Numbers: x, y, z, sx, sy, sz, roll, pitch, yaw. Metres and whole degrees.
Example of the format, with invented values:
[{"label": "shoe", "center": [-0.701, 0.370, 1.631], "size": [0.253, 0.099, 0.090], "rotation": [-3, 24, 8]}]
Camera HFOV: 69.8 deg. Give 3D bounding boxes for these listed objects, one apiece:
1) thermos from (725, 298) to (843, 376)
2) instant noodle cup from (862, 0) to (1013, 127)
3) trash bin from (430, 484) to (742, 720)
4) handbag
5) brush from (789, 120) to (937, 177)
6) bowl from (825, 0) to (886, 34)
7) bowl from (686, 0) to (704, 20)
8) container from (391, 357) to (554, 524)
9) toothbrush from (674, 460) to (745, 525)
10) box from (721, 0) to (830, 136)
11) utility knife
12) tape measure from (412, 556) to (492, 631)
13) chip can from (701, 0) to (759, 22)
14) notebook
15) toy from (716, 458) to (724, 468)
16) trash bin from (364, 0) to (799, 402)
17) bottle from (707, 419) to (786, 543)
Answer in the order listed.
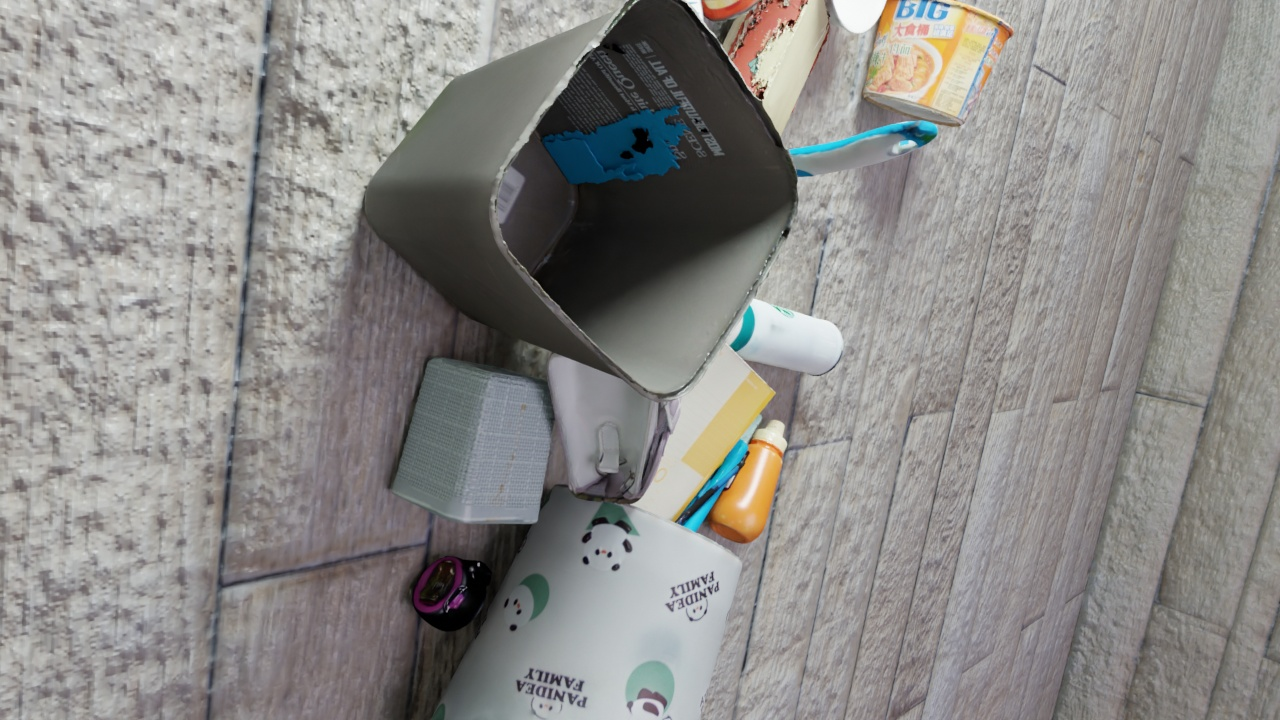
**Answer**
[{"label": "thermos", "center": [0.138, -0.031, 0.992], "size": [0.223, 0.073, 0.073], "rotation": [11, 95, -49]}, {"label": "instant noodle cup", "center": [0.330, -0.338, 1.048], "size": [0.151, 0.151, 0.111], "rotation": [3, 109, -49]}, {"label": "trash bin", "center": [-0.039, 0.257, 0.784], "size": [0.229, 0.230, 0.251], "rotation": [41, 67, -48]}, {"label": "handbag", "center": [-0.005, 0.005, 0.768], "size": [0.196, 0.098, 0.145], "rotation": [-68, 163, -55]}, {"label": "brush", "center": [0.077, -0.153, 0.678], "size": [0.060, 0.315, 0.109], "rotation": [20, 65, -37]}, {"label": "bowl", "center": [0.198, -0.394, 0.931], "size": [0.118, 0.065, 0.118], "rotation": [-18, 116, -44]}, {"label": "bowl", "center": [0.018, -0.245, 0.764], "size": [0.066, 0.116, 0.116], "rotation": [-5, 114, -1]}, {"label": "container", "center": [-0.124, 0.061, 0.713], "size": [0.089, 0.090, 0.111], "rotation": [13, 90, -50]}, {"label": "toothbrush", "center": [0.045, 0.169, 0.969], "size": [0.189, 0.016, 0.014], "rotation": [-39, 148, -16]}, {"label": "box", "center": [0.124, -0.275, 0.864], "size": [0.168, 0.077, 0.091], "rotation": [-65, 156, -8]}, {"label": "utility knife", "center": [0.086, 0.125, 1.018], "size": [0.185, 0.034, 0.018], "rotation": [-52, 126, -26]}, {"label": "tape measure", "center": [-0.155, 0.187, 0.743], "size": [0.039, 0.057, 0.057], "rotation": [53, 49, -38]}, {"label": "chip can", "center": [0.033, -0.379, 0.746], "size": [0.216, 0.073, 0.073], "rotation": [45, 69, -47]}, {"label": "notebook", "center": [0.043, 0.083, 0.928], "size": [0.206, 0.010, 0.146], "rotation": [-51, 138, -1]}, {"label": "toy", "center": [0.068, 0.075, 0.978], "size": [0.096, 0.031, 0.100], "rotation": [-11, 116, -46]}, {"label": "trash bin", "center": [-0.050, -0.108, 0.617], "size": [0.199, 0.220, 0.198], "rotation": [46, 69, -36]}, {"label": "bottle", "center": [0.130, 0.133, 1.050], "size": [0.067, 0.067, 0.149], "rotation": [53, 57, -44]}]
